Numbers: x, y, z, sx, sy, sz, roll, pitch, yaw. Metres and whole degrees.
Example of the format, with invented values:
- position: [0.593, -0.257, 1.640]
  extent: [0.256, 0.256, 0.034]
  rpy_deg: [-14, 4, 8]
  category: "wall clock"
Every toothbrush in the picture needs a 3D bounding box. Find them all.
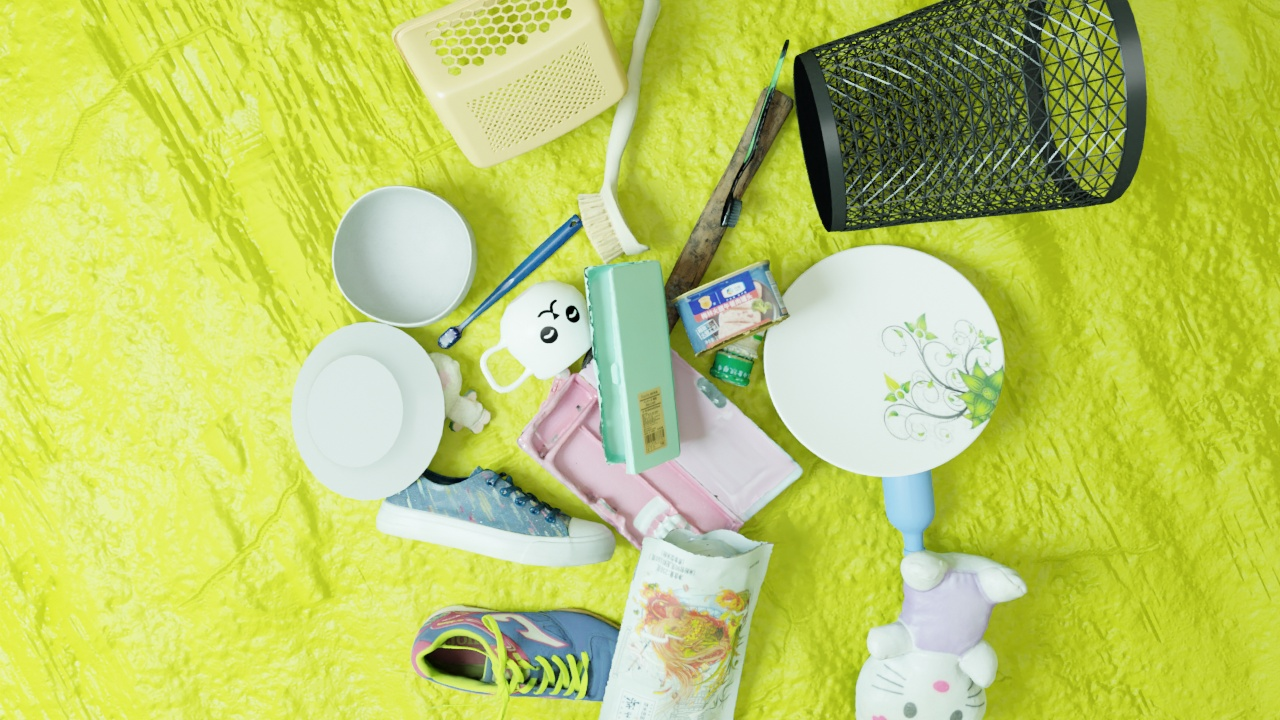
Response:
- position: [0.113, -0.216, 0.880]
  extent: [0.017, 0.014, 0.188]
  rpy_deg: [18, 94, -21]
  category: "toothbrush"
- position: [-0.130, -0.077, 0.910]
  extent: [0.190, 0.017, 0.016]
  rpy_deg: [-42, 95, 2]
  category: "toothbrush"

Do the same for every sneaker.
- position: [-0.105, 0.306, 0.903]
  extent: [0.242, 0.091, 0.116]
  rpy_deg: [8, 92, -3]
  category: "sneaker"
- position: [-0.138, 0.146, 0.897]
  extent: [0.235, 0.087, 0.079]
  rpy_deg: [10, 88, 1]
  category: "sneaker"

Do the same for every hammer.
- position: [0.069, -0.111, 0.908]
  extent: [0.120, 0.033, 0.330]
  rpy_deg: [27, 93, -7]
  category: "hammer"

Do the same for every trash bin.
- position: [0.275, -0.220, 0.822]
  extent: [0.243, 0.216, 0.217]
  rpy_deg: [-12, 95, 6]
  category: "trash bin"

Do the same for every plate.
- position: [0.237, 0.000, 0.907]
  extent: [0.229, 0.030, 0.229]
  rpy_deg: [-1, 80, 5]
  category: "plate"
- position: [-0.271, 0.049, 0.885]
  extent: [0.173, 0.019, 0.172]
  rpy_deg: [-1, 87, 18]
  category: "plate"

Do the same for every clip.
- position: [-0.084, 0.032, 0.920]
  extent: [0.022, 0.035, 0.057]
  rpy_deg: [21, 88, 0]
  category: "clip"

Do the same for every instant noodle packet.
- position: [0.041, 0.293, 0.892]
  extent: [0.146, 0.057, 0.269]
  rpy_deg: [5, 107, -17]
  category: "instant noodle packet"

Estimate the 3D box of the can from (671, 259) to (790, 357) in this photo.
- position: [0.086, -0.048, 0.862]
  extent: [0.100, 0.054, 0.059]
  rpy_deg: [-24, 85, 8]
  category: "can"

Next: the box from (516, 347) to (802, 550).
- position: [0.018, 0.092, 0.900]
  extent: [0.233, 0.055, 0.180]
  rpy_deg: [44, 93, -10]
  category: "box"

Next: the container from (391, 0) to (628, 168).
- position: [-0.118, -0.287, 0.848]
  extent: [0.183, 0.129, 0.167]
  rpy_deg: [-28, 53, 1]
  category: "container"

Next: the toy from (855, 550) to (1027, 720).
- position: [0.284, 0.281, 0.902]
  extent: [0.137, 0.085, 0.209]
  rpy_deg: [8, 108, -5]
  category: "toy"

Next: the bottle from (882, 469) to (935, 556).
- position: [0.270, 0.140, 0.921]
  extent: [0.048, 0.048, 0.131]
  rpy_deg: [-8, 95, -1]
  category: "bottle"

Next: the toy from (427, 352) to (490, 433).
- position: [-0.205, 0.036, 0.904]
  extent: [0.112, 0.050, 0.087]
  rpy_deg: [27, 94, 9]
  category: "toy"

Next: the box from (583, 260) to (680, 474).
- position: [-0.003, 0.005, 0.822]
  extent: [0.077, 0.079, 0.189]
  rpy_deg: [-6, 98, -6]
  category: "box"

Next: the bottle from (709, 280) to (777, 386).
- position: [0.103, -0.031, 0.907]
  extent: [0.042, 0.042, 0.110]
  rpy_deg: [17, 92, -3]
  category: "bottle"

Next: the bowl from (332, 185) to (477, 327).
- position: [-0.222, -0.099, 0.882]
  extent: [0.132, 0.064, 0.132]
  rpy_deg: [0, 94, -2]
  category: "bowl"

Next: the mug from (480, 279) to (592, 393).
- position: [-0.101, -0.023, 0.874]
  extent: [0.123, 0.090, 0.076]
  rpy_deg: [-42, 103, -16]
  category: "mug"

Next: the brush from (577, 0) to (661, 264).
- position: [-0.013, -0.227, 0.887]
  extent: [0.077, 0.062, 0.272]
  rpy_deg: [8, 90, -6]
  category: "brush"
